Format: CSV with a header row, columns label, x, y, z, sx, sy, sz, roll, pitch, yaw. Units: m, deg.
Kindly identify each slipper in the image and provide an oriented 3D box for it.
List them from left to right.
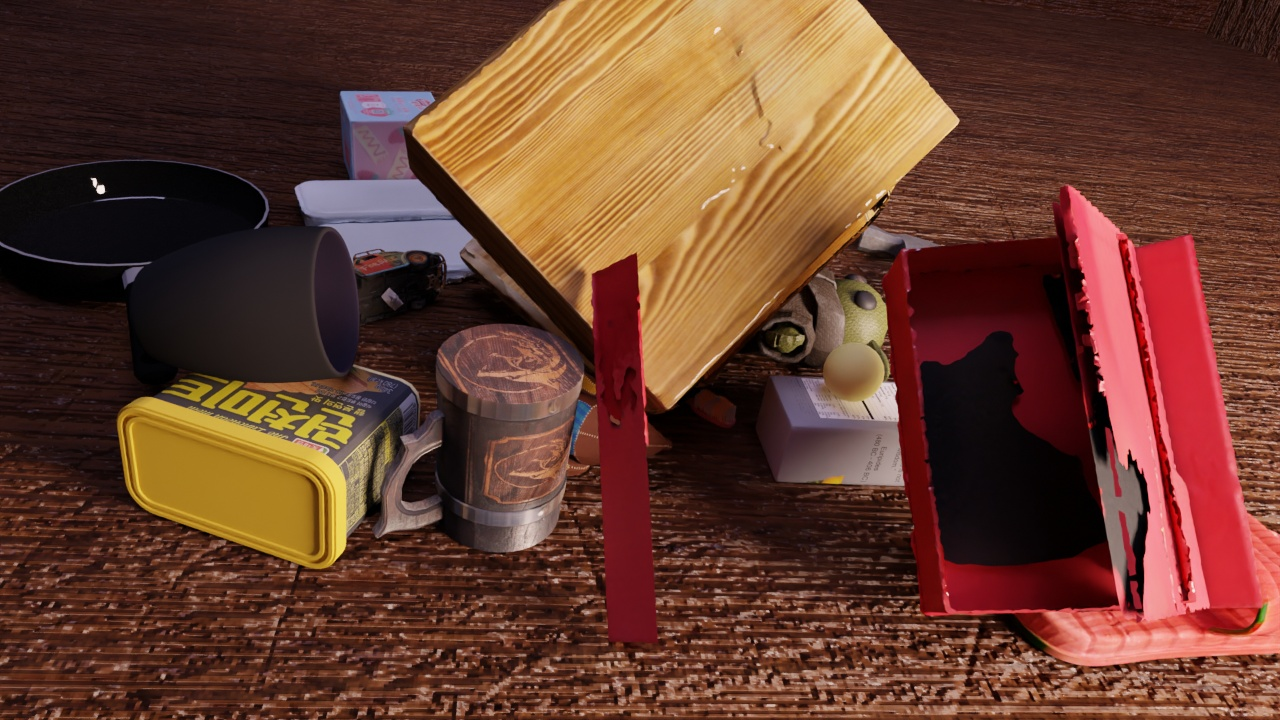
label,x,y,z,sx,sy,sz,roll,pitch,yaw
slipper,0.338,0.127,0.558,0.248,0.059,0.103,-1,34,-14

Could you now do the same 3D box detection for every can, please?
label,x,y,z,sx,sy,sz,roll,pitch,yaw
can,-0.206,0.046,0.527,0.131,0.073,0.100,16,30,10

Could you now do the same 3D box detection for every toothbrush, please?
label,x,y,z,sx,sy,sz,roll,pitch,yaw
toothbrush,-0.004,0.004,0.703,0.184,0.016,0.015,27,42,29

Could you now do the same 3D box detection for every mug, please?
label,x,y,z,sx,sy,sz,roll,pitch,yaw
mug,-0.215,-0.028,0.517,0.100,0.085,0.119,-3,-3,-1
mug,-0.093,0.048,0.519,0.115,0.107,0.080,-11,37,-29

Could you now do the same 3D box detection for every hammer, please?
label,x,y,z,sx,sy,sz,roll,pitch,yaw
hammer,0.254,-0.054,0.836,0.111,0.028,0.299,17,29,6

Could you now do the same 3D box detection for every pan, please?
label,x,y,z,sx,sy,sz,roll,pitch,yaw
pan,-0.375,-0.069,0.689,0.203,0.044,0.355,-9,36,-27

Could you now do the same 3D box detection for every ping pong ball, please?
label,x,y,z,sx,sy,sz,roll,pitch,yaw
ping pong ball,0.143,0.008,0.615,0.040,0.040,0.040,7,32,-5

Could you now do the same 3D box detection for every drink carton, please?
label,x,y,z,sx,sy,sz,roll,pitch,yaw
drink carton,0.151,0.049,0.639,0.124,0.049,0.076,3,32,-10

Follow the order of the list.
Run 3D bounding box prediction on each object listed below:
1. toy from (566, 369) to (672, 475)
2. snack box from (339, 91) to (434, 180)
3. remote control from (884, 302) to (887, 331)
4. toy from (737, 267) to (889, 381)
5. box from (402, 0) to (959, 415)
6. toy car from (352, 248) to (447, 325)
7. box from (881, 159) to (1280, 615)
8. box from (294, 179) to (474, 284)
label,x,y,z,sx,sy,sz,roll,pitch,yaw
toy,-0.032,0.039,0.622,0.103,0.071,0.090,14,10,-39
snack box,-0.251,-0.222,0.935,0.094,0.080,0.093,-7,35,-22
remote control,0.210,-0.049,0.850,0.124,0.009,0.046,26,35,24
toy,0.126,-0.041,0.748,0.152,0.078,0.179,8,29,-5
box,0.026,-0.120,0.677,0.278,0.264,0.269,-44,94,-12
toy car,-0.208,-0.061,0.720,0.047,0.047,0.111,35,40,31
box,0.359,0.012,0.443,0.468,0.214,0.138,-8,-16,21
box,-0.200,-0.126,0.841,0.208,0.038,0.190,-5,32,-23
